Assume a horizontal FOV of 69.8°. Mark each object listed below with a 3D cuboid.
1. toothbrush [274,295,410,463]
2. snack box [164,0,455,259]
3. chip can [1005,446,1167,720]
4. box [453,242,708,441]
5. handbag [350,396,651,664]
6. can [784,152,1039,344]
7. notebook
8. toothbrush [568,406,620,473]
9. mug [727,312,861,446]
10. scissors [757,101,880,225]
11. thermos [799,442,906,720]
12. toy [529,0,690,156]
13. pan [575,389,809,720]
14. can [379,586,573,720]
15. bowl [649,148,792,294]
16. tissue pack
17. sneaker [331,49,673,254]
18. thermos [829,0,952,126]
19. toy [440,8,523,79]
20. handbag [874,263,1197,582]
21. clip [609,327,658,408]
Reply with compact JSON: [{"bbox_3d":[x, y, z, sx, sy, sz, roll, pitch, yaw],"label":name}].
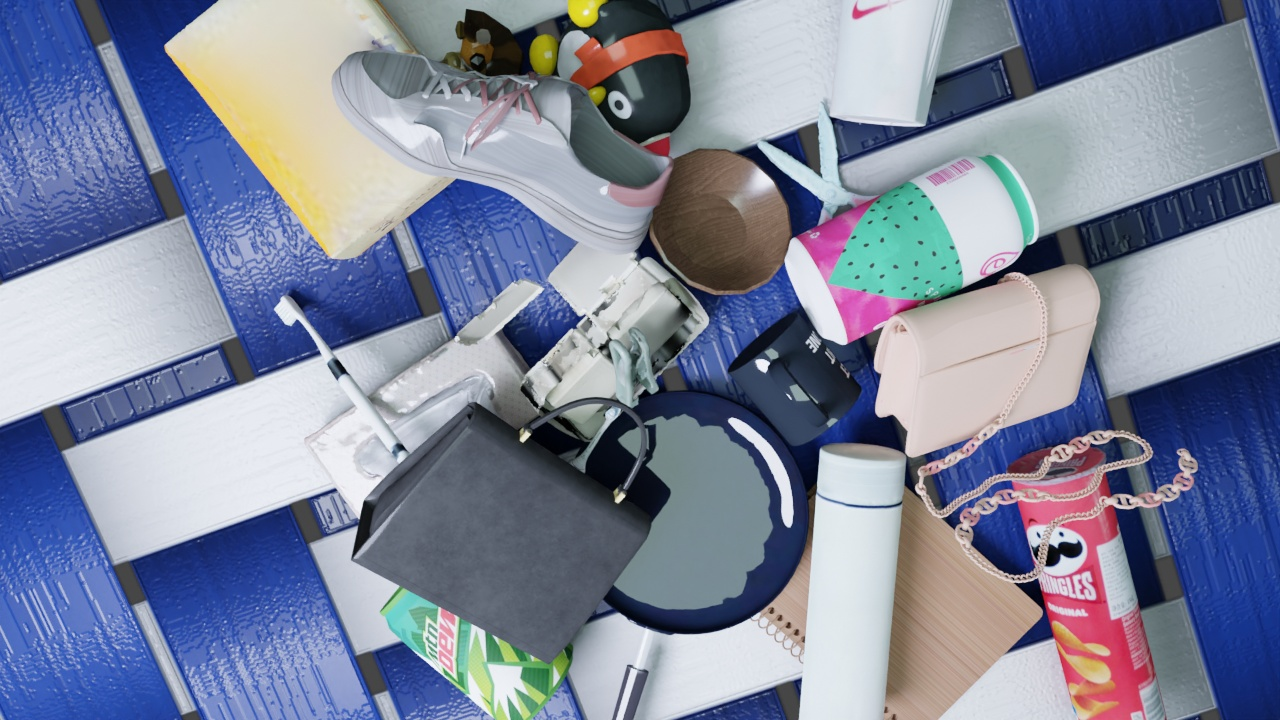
[{"bbox_3d":[-0.232,0.018,0.717,0.017,0.012,0.187,-47,72,15],"label":"toothbrush"},{"bbox_3d":[-0.230,-0.197,0.687,0.145,0.080,0.195,-37,96,5],"label":"snack box"},{"bbox_3d":[0.359,0.189,0.735,0.073,0.073,0.233,-17,98,4],"label":"chip can"},{"bbox_3d":[-0.056,-0.043,0.678,0.143,0.194,0.101,-45,60,1],"label":"box"},{"bbox_3d":[-0.075,0.101,0.671,0.175,0.072,0.196,36,107,-23],"label":"handbag"},{"bbox_3d":[0.196,-0.082,0.676,0.166,0.088,0.088,-26,97,4],"label":"can"},{"bbox_3d":[0.199,0.200,0.764,0.210,0.022,0.169,41,96,-4],"label":"notebook"},{"bbox_3d":[-0.064,0.106,0.737,0.022,0.024,0.186,40,112,15],"label":"toothbrush"},{"bbox_3d":[0.118,0.018,0.698,0.071,0.105,0.077,-40,95,11],"label":"mug"},{"bbox_3d":[0.151,-0.108,0.726,0.172,0.014,0.159,34,97,-4],"label":"scissors"},{"bbox_3d":[0.165,0.181,0.718,0.068,0.068,0.230,3,98,1],"label":"thermos"},{"bbox_3d":[-0.009,-0.204,0.672,0.098,0.099,0.119,-31,83,49],"label":"toy"},{"bbox_3d":[0.014,0.198,0.753,0.199,0.021,0.356,17,94,7],"label":"pan"},{"bbox_3d":[-0.132,0.221,0.744,0.144,0.083,0.083,42,97,-4],"label":"can"},{"bbox_3d":[0.057,-0.103,0.707,0.117,0.030,0.117,3,78,-16],"label":"bowl"},{"bbox_3d":[-0.167,0.054,0.733,0.181,0.071,0.104,-33,95,2],"label":"tissue pack"},{"bbox_3d":[-0.081,-0.160,0.612,0.236,0.099,0.090,23,135,-17],"label":"sneaker"},{"bbox_3d":[0.192,-0.284,0.661,0.099,0.099,0.220,6,102,0],"label":"thermos"},{"bbox_3d":[-0.117,-0.223,0.673,0.062,0.100,0.076,-11,96,-4],"label":"toy"},{"bbox_3d":[0.285,0.025,0.641,0.198,0.187,0.117,-16,133,-13],"label":"handbag"},{"bbox_3d":[-0.006,0.005,0.675,0.047,0.076,0.023,-35,60,-17],"label":"clip"}]
